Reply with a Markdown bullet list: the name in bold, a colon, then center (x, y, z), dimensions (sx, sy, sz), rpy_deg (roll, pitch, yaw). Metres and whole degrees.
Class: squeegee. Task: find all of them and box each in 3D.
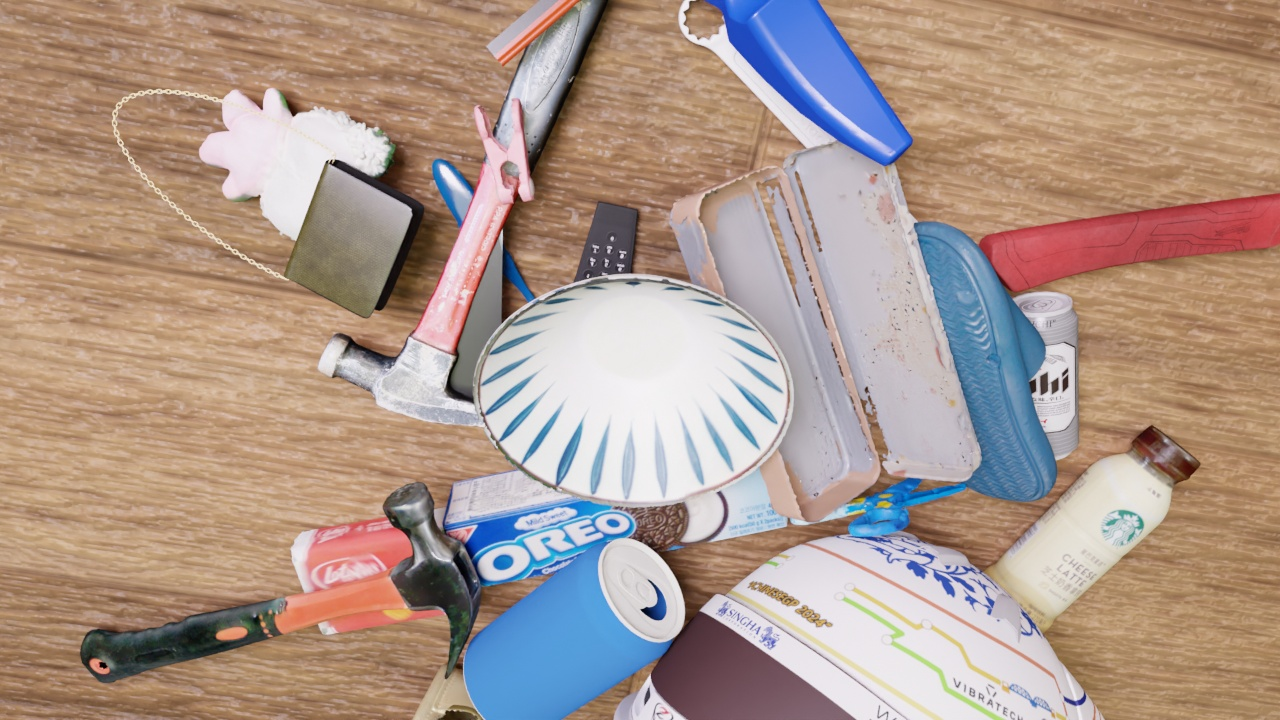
- **squeegee**: center (0.074, -0.175, 0.486), dimensions (0.249, 0.055, 0.185), rpy_deg (-41, 83, 0)

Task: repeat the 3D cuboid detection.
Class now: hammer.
- **hammer**: center (-0.261, 0.180, 0.636), dimensions (0.334, 0.033, 0.133), rpy_deg (-16, 112, 19)
- **hammer**: center (0.370, -0.086, 0.568), dimensions (0.316, 0.036, 0.126), rpy_deg (-7, 109, 0)
- **hammer**: center (-0.071, -0.107, 0.540), dimensions (0.140, 0.036, 0.327), rpy_deg (23, 105, -9)

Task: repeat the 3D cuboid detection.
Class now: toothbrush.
- **toothbrush**: center (-0.091, -0.069, 0.577), dimensions (0.021, 0.016, 0.132), rpy_deg (-31, 110, 6)

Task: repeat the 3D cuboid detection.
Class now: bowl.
- **bowl**: center (-0.003, 0.003, 0.532), dimensions (0.177, 0.070, 0.178), rpy_deg (1, 133, 1)

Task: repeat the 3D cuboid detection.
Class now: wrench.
- **wrench**: center (0.125, -0.121, 0.564), dimensions (0.273, 0.009, 0.047), rpy_deg (41, 106, -16)

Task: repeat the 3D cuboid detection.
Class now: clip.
- **clip**: center (-0.069, -0.116, 0.510), dimensions (0.037, 0.022, 0.058), rpy_deg (-9, 112, -1)

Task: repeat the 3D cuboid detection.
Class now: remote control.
- **remote control**: center (-0.027, -0.041, 0.593), dimensions (0.039, 0.010, 0.125), rpy_deg (11, 112, -6)

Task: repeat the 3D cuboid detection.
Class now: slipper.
- **slipper**: center (0.205, 0.003, 0.581), dimensions (0.059, 0.104, 0.214), rpy_deg (-44, 119, -28)

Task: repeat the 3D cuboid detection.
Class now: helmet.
- **helmet**: center (0.144, 0.227, 0.585), dimensions (0.314, 0.231, 0.236), rpy_deg (27, 83, -26)

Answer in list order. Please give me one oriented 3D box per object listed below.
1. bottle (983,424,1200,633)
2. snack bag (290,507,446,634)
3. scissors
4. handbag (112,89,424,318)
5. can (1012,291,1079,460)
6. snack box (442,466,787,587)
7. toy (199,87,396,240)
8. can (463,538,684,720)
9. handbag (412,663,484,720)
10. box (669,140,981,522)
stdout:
- **bottle**: center (0.314, 0.117, 0.641), dimensions (0.056, 0.056, 0.162), rpy_deg (33, 108, -14)
- **snack bag**: center (-0.181, 0.150, 0.654), dimensions (0.116, 0.036, 0.077), rpy_deg (-10, 113, 3)
- **scissors**: center (0.154, 0.094, 0.606), dimensions (0.105, 0.131, 0.019), rpy_deg (-1, 98, 38)
- **handbag**: center (-0.215, -0.097, 0.519), dimensions (0.178, 0.027, 0.084), rpy_deg (28, 109, -1)
- **can**: center (0.264, 0.011, 0.603), dimensions (0.044, 0.044, 0.107), rpy_deg (-11, 112, 3)
- **snack box**: center (-0.016, 0.097, 0.625), dimensions (0.226, 0.059, 0.059), rpy_deg (-11, 116, 3)
- **toy**: center (-0.203, -0.115, 0.543), dimensions (0.109, 0.041, 0.096), rpy_deg (29, 108, -6)
- **can**: center (-0.046, 0.181, 0.594), dimensions (0.079, 0.078, 0.146), rpy_deg (40, 120, -16)
- **handbag**: center (-0.162, 0.329, 0.661), dimensions (0.088, 0.190, 0.233), rpy_deg (32, 96, 4)
- **box**: center (0.108, -0.012, 0.543), dimensions (0.104, 0.096, 0.216), rpy_deg (-25, 103, -22)
